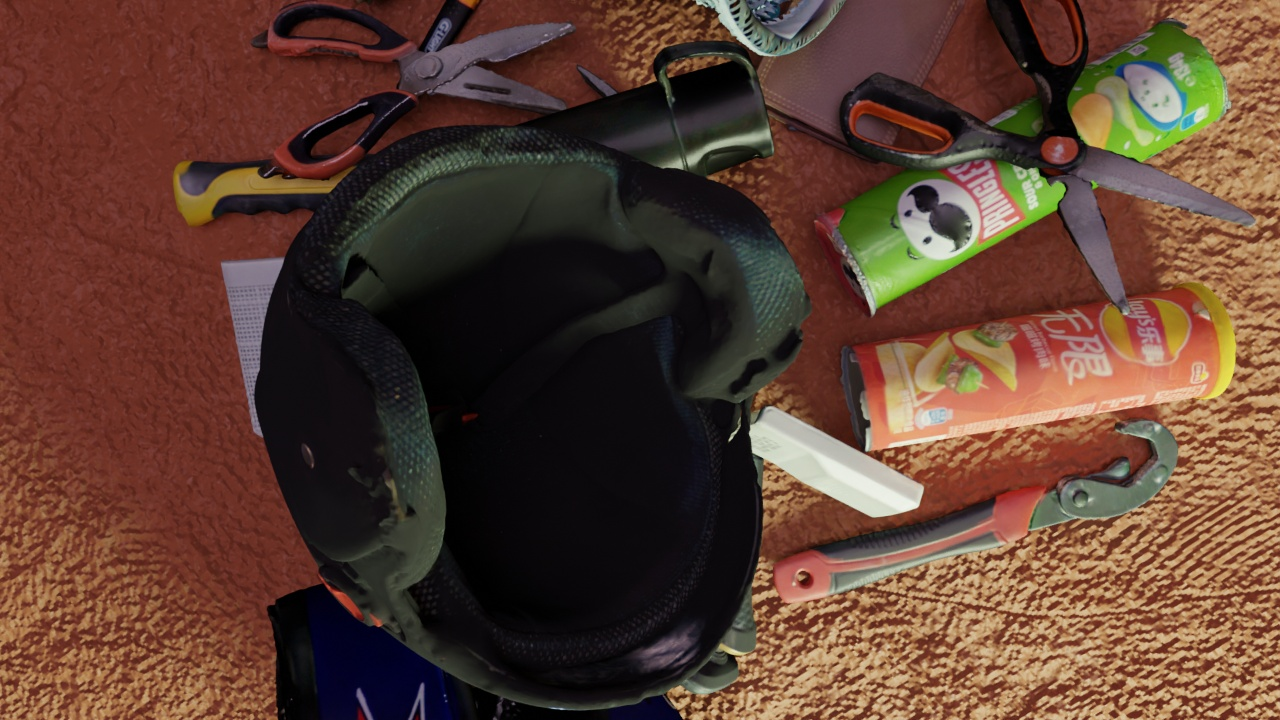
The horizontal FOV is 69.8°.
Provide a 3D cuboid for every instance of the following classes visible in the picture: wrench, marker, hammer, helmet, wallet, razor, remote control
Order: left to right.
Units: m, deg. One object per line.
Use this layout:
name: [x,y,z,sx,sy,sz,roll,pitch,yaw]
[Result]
hammer: [-0.146,-0.122,0.603,0.323,0.032,0.126,-1,95,4]
marker: [-0.124,-0.224,0.601,0.018,0.015,0.124,35,99,6]
helmet: [-0.077,0.268,0.529,0.240,0.248,0.315,-6,95,-25]
helmet: [-0.060,0.026,0.451,0.232,0.231,0.275,-25,97,-32]
razor: [0.051,0.132,0.606,0.068,0.062,0.167,9,90,34]
remote control: [0.116,0.065,0.579,0.125,0.049,0.024,28,67,-12]
wallet: [0.136,-0.198,0.578,0.101,0.032,0.124,26,97,-2]
wrench: [0.219,0.106,0.605,0.273,0.016,0.056,-22,93,6]

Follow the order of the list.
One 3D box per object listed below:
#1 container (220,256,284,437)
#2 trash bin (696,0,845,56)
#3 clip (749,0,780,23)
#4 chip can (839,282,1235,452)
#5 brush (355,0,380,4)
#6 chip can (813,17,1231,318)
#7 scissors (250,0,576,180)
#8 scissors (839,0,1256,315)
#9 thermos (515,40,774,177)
container: [-0.202,-0.013,0.589,0.090,0.090,0.111,-3,97,5]
trash bin: [0.014,-0.297,0.488,0.195,0.226,0.226,23,97,27]
clip: [0.063,-0.230,0.584,0.055,0.038,0.013,22,97,-8]
chip can: [0.238,0.007,0.568,0.217,0.073,0.073,-11,94,5]
brush: [-0.145,-0.288,0.574,0.146,0.063,0.073,-35,92,8]
chip can: [0.225,-0.115,0.557,0.236,0.072,0.072,-30,92,5]
scissors: [-0.154,-0.180,0.583,0.226,0.015,0.189,-38,73,-3]
scissors: [0.221,-0.133,0.513,0.221,0.022,0.228,10,71,22]
thermos: [-0.048,-0.122,0.538,0.242,0.090,0.068,-18,52,6]
